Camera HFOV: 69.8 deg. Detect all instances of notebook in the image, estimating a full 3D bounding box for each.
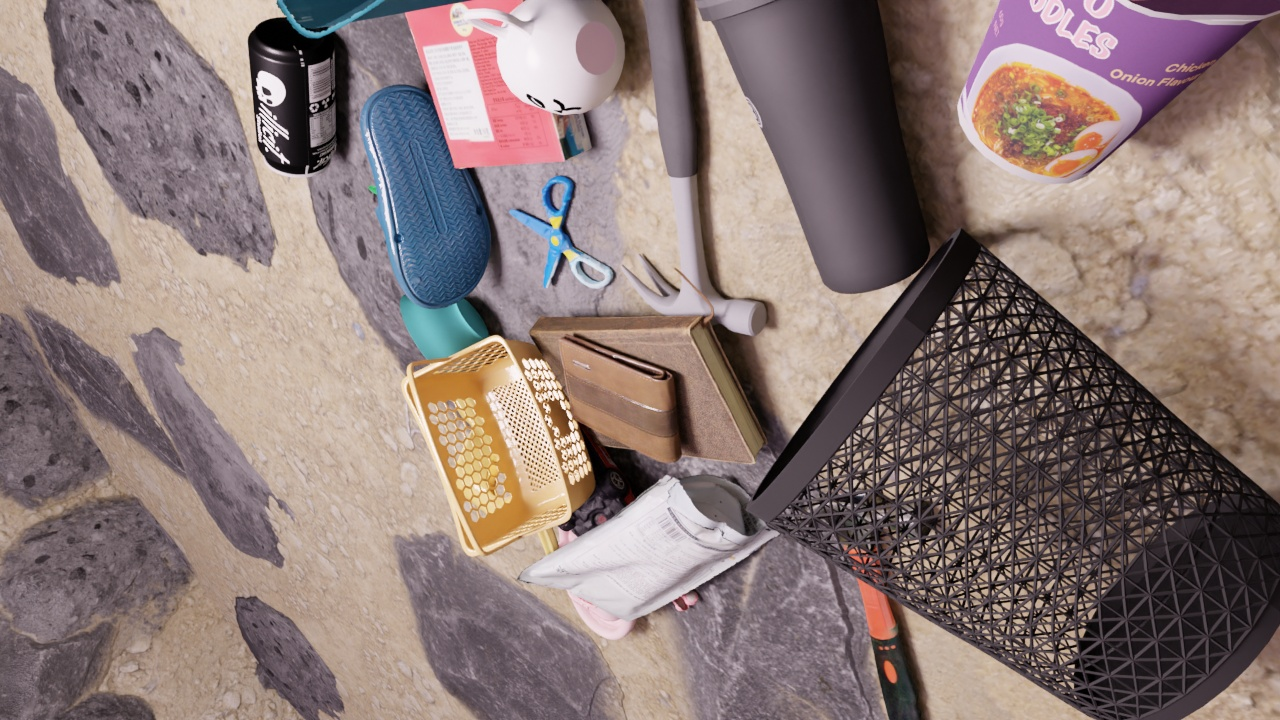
[{"bbox_3d":[-0.004,0.006,0.820,0.216,0.034,0.190,3,130,45],"label":"notebook"}]

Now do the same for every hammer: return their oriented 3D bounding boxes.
[{"bbox_3d":[0.221,0.257,0.823,0.133,0.033,0.333,1,119,41],"label":"hammer"},{"bbox_3d":[0.027,-0.165,0.698,0.125,0.029,0.311,15,127,36],"label":"hammer"}]

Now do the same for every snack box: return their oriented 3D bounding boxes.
[{"bbox_3d":[-0.121,-0.239,0.774,0.143,0.040,0.145,8,123,40],"label":"snack box"}]

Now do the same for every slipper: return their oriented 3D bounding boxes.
[{"bbox_3d":[-0.174,0.112,1.012,0.263,0.078,0.099,58,174,12],"label":"slipper"},{"bbox_3d":[-0.062,0.230,1.052,0.107,0.055,0.222,16,127,38],"label":"slipper"},{"bbox_3d":[-0.207,-0.156,0.885,0.059,0.103,0.214,22,128,60],"label":"slipper"}]

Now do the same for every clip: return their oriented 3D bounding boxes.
[{"bbox_3d":[0.037,0.252,1.002,0.058,0.023,0.050,22,131,24],"label":"clip"}]

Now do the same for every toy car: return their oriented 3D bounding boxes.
[{"bbox_3d":[-0.078,0.100,0.958,0.082,0.056,0.189,-37,83,20],"label":"toy car"}]

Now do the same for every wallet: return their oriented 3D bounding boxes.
[{"bbox_3d":[-0.018,0.033,0.808,0.121,0.026,0.099,22,139,32],"label":"wallet"}]

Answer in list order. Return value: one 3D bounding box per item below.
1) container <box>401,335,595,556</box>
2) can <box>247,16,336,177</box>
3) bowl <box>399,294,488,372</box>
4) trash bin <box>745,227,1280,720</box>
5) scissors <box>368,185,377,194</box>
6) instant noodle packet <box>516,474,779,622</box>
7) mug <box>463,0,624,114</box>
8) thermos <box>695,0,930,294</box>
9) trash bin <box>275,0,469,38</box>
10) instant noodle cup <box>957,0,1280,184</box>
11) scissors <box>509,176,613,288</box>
[{"bbox_3d":[-0.138,0.079,0.861,0.129,0.166,0.183,-24,85,23],"label":"container"},{"bbox_3d":[-0.356,-0.269,0.944,0.080,0.080,0.146,37,138,18],"label":"can"},{"bbox_3d":[-0.196,-0.033,0.973,0.046,0.121,0.121,-34,94,10],"label":"bowl"},{"bbox_3d":[0.228,0.079,0.559,0.243,0.216,0.218,37,138,8],"label":"trash bin"},{"bbox_3d":[-0.244,-0.160,0.972,0.130,0.012,0.117,22,132,30],"label":"scissors"},{"bbox_3d":[0.003,0.195,0.926,0.147,0.057,0.270,30,136,-20],"label":"instant noodle packet"},{"bbox_3d":[-0.068,-0.231,0.669,0.076,0.123,0.090,17,95,49],"label":"mug"},{"bbox_3d":[0.117,-0.153,0.571,0.106,0.105,0.219,0,123,44],"label":"thermos"},{"bbox_3d":[-0.098,-0.314,0.540,0.197,0.218,0.199,-5,105,44],"label":"trash bin"},{"bbox_3d":[0.221,-0.155,0.453,0.122,0.136,0.122,32,147,9],"label":"instant noodle cup"},{"bbox_3d":[-0.072,-0.111,0.846,0.130,0.013,0.126,41,138,17],"label":"scissors"}]
